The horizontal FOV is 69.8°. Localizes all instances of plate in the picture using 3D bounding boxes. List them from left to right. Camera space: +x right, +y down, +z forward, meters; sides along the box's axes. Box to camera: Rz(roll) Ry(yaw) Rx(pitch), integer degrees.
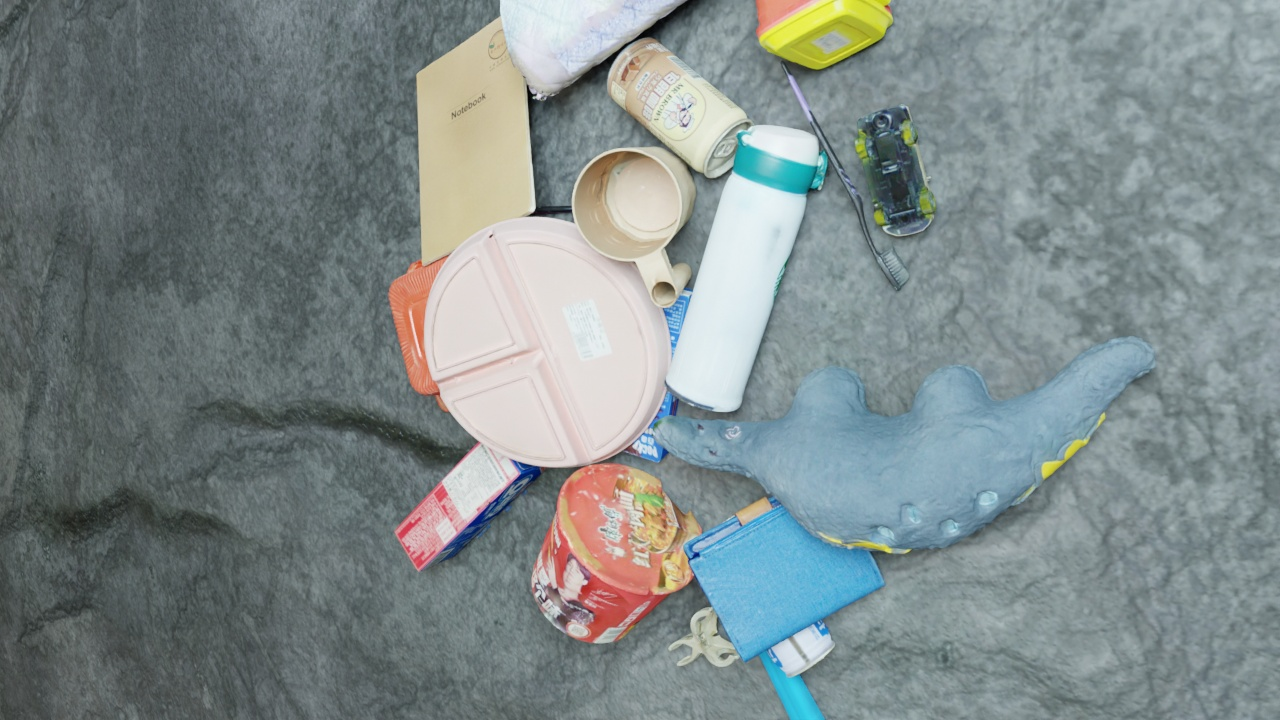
[{"bbox_3d":[-0.087,-0.008,0.795,0.230,0.028,0.230,5,109,14],"label":"plate"}]

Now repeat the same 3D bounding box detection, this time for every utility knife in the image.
[{"bbox_3d":[0.118,0.258,0.800,0.034,0.018,0.199,-38,77,51],"label":"utility knife"}]

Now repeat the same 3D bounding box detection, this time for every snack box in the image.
[{"bbox_3d":[-0.173,0.141,0.947,0.208,0.057,0.058,-44,73,33],"label":"snack box"},{"bbox_3d":[-0.005,0.005,0.811,0.084,0.026,0.157,16,110,19],"label":"snack box"},{"bbox_3d":[0.124,-0.258,0.639,0.082,0.091,0.080,-18,83,36],"label":"snack box"}]

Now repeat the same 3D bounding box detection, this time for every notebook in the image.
[{"bbox_3d":[-0.156,-0.204,0.841,0.148,0.008,0.207,-18,69,35],"label":"notebook"}]

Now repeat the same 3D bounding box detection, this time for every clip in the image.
[{"bbox_3d":[0.057,0.238,0.821,0.103,0.034,0.092,-10,98,52],"label":"clip"}]

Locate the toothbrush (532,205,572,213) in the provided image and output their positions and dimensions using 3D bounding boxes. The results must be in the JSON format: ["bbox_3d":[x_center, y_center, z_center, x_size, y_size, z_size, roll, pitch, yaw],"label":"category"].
[{"bbox_3d":[-0.094,-0.142,0.856,0.189,0.014,0.018,2,89,33],"label":"toothbrush"}]

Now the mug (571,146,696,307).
[{"bbox_3d":[0.007,-0.110,0.732,0.084,0.103,0.124,-21,100,16],"label":"mug"}]

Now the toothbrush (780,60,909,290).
[{"bbox_3d":[0.150,-0.135,0.671,0.017,0.014,0.189,-26,99,24],"label":"toothbrush"}]

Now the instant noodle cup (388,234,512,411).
[{"bbox_3d":[-0.170,-0.037,0.891,0.189,0.079,0.164,-17,88,37],"label":"instant noodle cup"}]

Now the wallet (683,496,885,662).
[{"bbox_3d":[0.113,0.163,0.734,0.133,0.040,0.106,-28,84,-5],"label":"wallet"}]

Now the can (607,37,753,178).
[{"bbox_3d":[0.031,-0.202,0.731,0.116,0.058,0.059,44,121,18],"label":"can"}]

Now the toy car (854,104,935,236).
[{"bbox_3d":[0.185,-0.135,0.657,0.042,0.035,0.090,-10,100,37],"label":"toy car"}]

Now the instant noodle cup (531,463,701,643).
[{"bbox_3d":[-0.030,0.178,0.817,0.138,0.137,0.109,44,128,18],"label":"instant noodle cup"}]

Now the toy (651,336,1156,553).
[{"bbox_3d":[0.178,0.069,0.665,0.357,0.091,0.138,-8,91,24],"label":"toy"}]

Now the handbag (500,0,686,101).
[{"bbox_3d":[-0.026,-0.308,0.716,0.194,0.075,0.134,-27,64,34],"label":"handbag"}]

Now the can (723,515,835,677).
[{"bbox_3d":[0.104,0.195,0.774,0.053,0.053,0.134,-43,76,33],"label":"can"}]

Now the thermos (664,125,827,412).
[{"bbox_3d":[0.083,-0.072,0.723,0.073,0.073,0.225,27,114,26],"label":"thermos"}]
